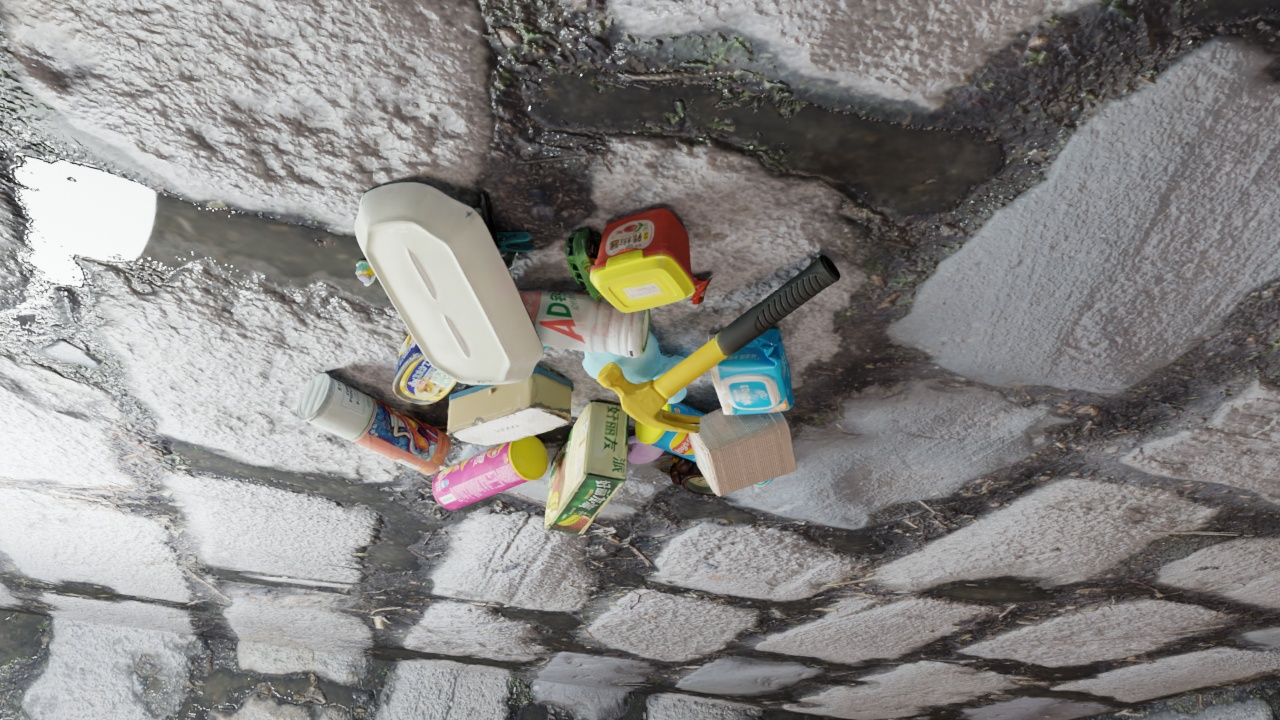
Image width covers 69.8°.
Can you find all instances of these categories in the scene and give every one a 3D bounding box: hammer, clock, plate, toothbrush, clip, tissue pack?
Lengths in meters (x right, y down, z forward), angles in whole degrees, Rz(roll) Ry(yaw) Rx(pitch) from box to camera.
[{"bbox_3d":[0.093,-0.017,1.017,0.129,0.032,0.302,42,121,-17],"label":"hammer"},{"bbox_3d":[0.088,0.161,1.366,0.122,0.055,0.082,8,149,-3],"label":"clock"},{"bbox_3d":[-0.204,-0.064,0.962,0.162,0.034,0.266,0,132,25],"label":"plate"},{"bbox_3d":[-0.234,-0.121,0.967,0.190,0.029,0.020,-19,-176,32],"label":"toothbrush"},{"bbox_3d":[-0.140,-0.124,0.956,0.056,0.014,0.042,1,149,3],"label":"clip"},{"bbox_3d":[-0.150,-0.094,0.953,0.018,0.015,0.181,14,133,20],"label":"toothbrush"},{"bbox_3d":[0.134,0.017,1.109,0.090,0.063,0.140,-4,148,14],"label":"tissue pack"}]

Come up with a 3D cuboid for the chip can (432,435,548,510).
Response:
[{"bbox_3d":[-0.235,0.174,1.414,0.071,0.071,0.211,29,142,-35],"label":"chip can"}]

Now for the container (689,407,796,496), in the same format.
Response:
[{"bbox_3d":[0.128,0.109,1.184,0.111,0.090,0.090,-20,122,-7],"label":"container"}]

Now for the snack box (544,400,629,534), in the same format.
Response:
[{"bbox_3d":[-0.081,0.160,1.328,0.063,0.114,0.241,11,148,-14],"label":"snack box"}]

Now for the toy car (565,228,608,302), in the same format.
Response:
[{"bbox_3d":[-0.051,-0.098,0.960,0.036,0.043,0.091,-8,146,15],"label":"toy car"}]

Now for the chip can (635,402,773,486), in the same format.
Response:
[{"bbox_3d":[0.096,0.113,1.267,0.210,0.071,0.071,24,144,-30],"label":"chip can"}]

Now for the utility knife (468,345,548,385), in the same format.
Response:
[{"bbox_3d":[-0.155,-0.006,1.155,0.029,0.013,0.216,20,145,-37],"label":"utility knife"}]

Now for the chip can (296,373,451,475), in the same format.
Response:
[{"bbox_3d":[-0.371,0.094,1.296,0.071,0.071,0.214,-20,142,34],"label":"chip can"}]

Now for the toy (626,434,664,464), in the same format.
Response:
[{"bbox_3d":[0.011,0.120,1.315,0.083,0.039,0.108,-19,160,-20],"label":"toy"}]

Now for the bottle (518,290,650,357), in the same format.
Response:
[{"bbox_3d":[-0.090,-0.046,1.025,0.197,0.068,0.068,6,150,8],"label":"bottle"}]

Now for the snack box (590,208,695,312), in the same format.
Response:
[{"bbox_3d":[0.005,-0.100,0.912,0.091,0.080,0.082,-12,145,25],"label":"snack box"}]

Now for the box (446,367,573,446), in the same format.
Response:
[{"bbox_3d":[-0.170,0.064,1.223,0.185,0.061,0.089,-19,151,30],"label":"box"}]

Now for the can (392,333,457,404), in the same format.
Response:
[{"bbox_3d":[-0.264,0.004,1.152,0.074,0.049,0.149,19,147,-23],"label":"can"}]

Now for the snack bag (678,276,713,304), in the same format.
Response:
[{"bbox_3d":[0.024,-0.082,0.991,0.104,0.026,0.048,11,142,-9],"label":"snack bag"}]

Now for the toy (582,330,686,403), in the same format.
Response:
[{"bbox_3d":[-0.007,0.007,1.119,0.156,0.049,0.162,3,142,-14],"label":"toy"}]
